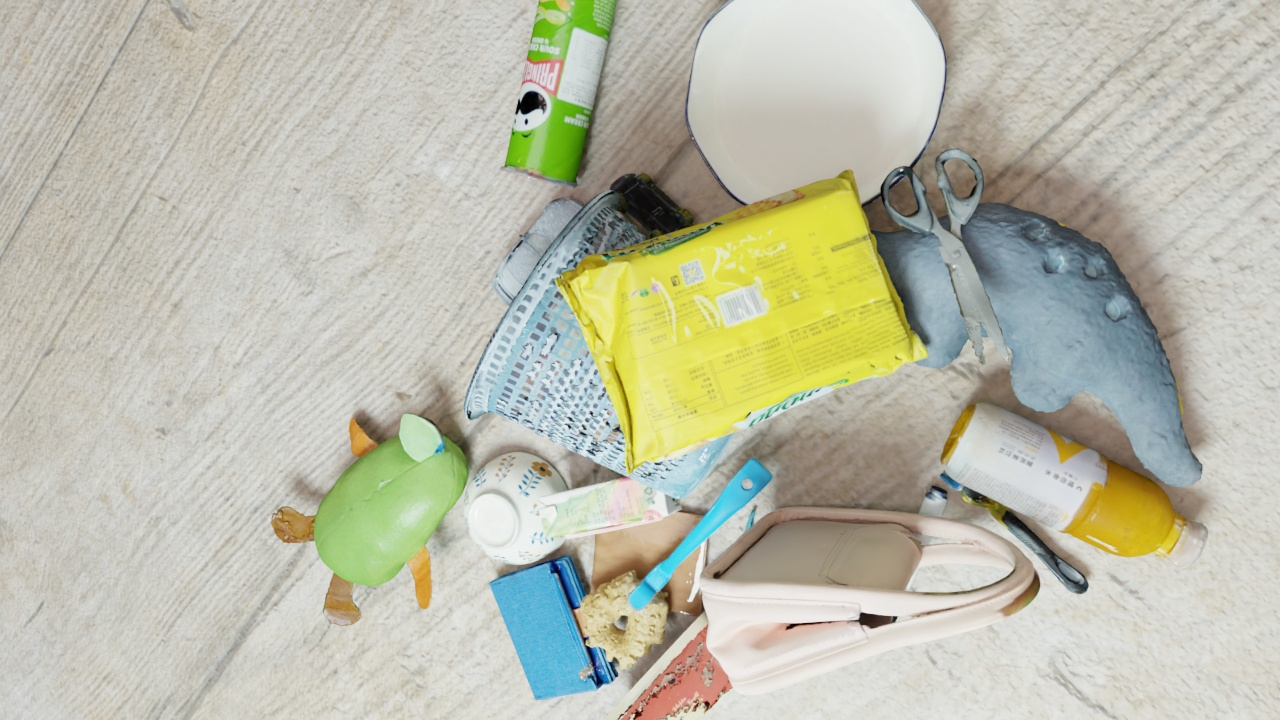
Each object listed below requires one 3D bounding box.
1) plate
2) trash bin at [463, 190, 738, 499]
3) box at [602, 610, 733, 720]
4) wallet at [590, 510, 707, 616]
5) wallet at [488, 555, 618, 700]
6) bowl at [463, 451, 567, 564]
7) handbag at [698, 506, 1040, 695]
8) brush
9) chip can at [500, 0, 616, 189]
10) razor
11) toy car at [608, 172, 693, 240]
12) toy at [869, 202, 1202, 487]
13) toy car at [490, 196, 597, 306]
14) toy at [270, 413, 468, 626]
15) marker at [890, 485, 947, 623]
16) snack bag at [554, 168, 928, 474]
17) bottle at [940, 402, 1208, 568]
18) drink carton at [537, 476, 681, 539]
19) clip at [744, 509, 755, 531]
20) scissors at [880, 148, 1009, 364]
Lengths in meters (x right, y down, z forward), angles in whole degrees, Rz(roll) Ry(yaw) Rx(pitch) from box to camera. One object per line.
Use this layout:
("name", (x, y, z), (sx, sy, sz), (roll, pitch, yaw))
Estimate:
("plate", (0.140, -0.215, 0.746), (0.205, 0.045, 0.205), (1, 94, 19))
("trash bin", (-0.005, 0.004, 0.770), (0.195, 0.226, 0.227), (33, 108, 2))
("box", (0.046, 0.303, 0.838), (0.079, 0.091, 0.169), (43, 111, 16))
("wallet", (0.008, 0.187, 0.879), (0.115, 0.020, 0.101), (8, 99, 19))
("wallet", (-0.088, 0.268, 0.919), (0.107, 0.040, 0.133), (-24, 88, 32))
("bowl", (-0.130, 0.151, 0.908), (0.114, 0.062, 0.113), (2, 97, 21))
("handbag", (0.179, 0.171, 0.704), (0.235, 0.192, 0.093), (-13, 95, 27))
("brush", (0.031, 0.184, 0.832), (0.083, 0.045, 0.255), (43, 113, 10))
("chip can", (-0.065, -0.277, 0.818), (0.072, 0.072, 0.236), (19, 103, 19))
("razor", (0.306, 0.133, 0.745), (0.042, 0.022, 0.142), (-41, 79, -14))
("toy car", (0.009, -0.130, 0.822), (0.090, 0.042, 0.035), (45, 155, 10))
("toy", (0.279, -0.043, 0.697), (0.356, 0.091, 0.138), (30, 116, 15))
("toy car", (-0.092, -0.101, 0.873), (0.054, 0.036, 0.121), (47, 108, 11))
("toy", (-0.270, 0.159, 0.953), (0.247, 0.090, 0.227), (-39, 70, 19))
("marker", (0.230, 0.167, 0.783), (0.023, 0.018, 0.131), (24, 106, 28))
("snack bag", (0.076, -0.033, 0.660), (0.246, 0.068, 0.158), (-21, 92, -12))
("bottle", (0.329, 0.098, 0.701), (0.189, 0.068, 0.068), (26, 106, 11))
("drink carton", (-0.028, 0.134, 0.848), (0.123, 0.053, 0.045), (-15, 82, 16))
("clip", (0.103, 0.165, 0.838), (0.041, 0.014, 0.056), (24, 104, 19))
("scissors", (0.218, -0.076, 0.660), (0.145, 0.014, 0.172), (19, 77, 29))
